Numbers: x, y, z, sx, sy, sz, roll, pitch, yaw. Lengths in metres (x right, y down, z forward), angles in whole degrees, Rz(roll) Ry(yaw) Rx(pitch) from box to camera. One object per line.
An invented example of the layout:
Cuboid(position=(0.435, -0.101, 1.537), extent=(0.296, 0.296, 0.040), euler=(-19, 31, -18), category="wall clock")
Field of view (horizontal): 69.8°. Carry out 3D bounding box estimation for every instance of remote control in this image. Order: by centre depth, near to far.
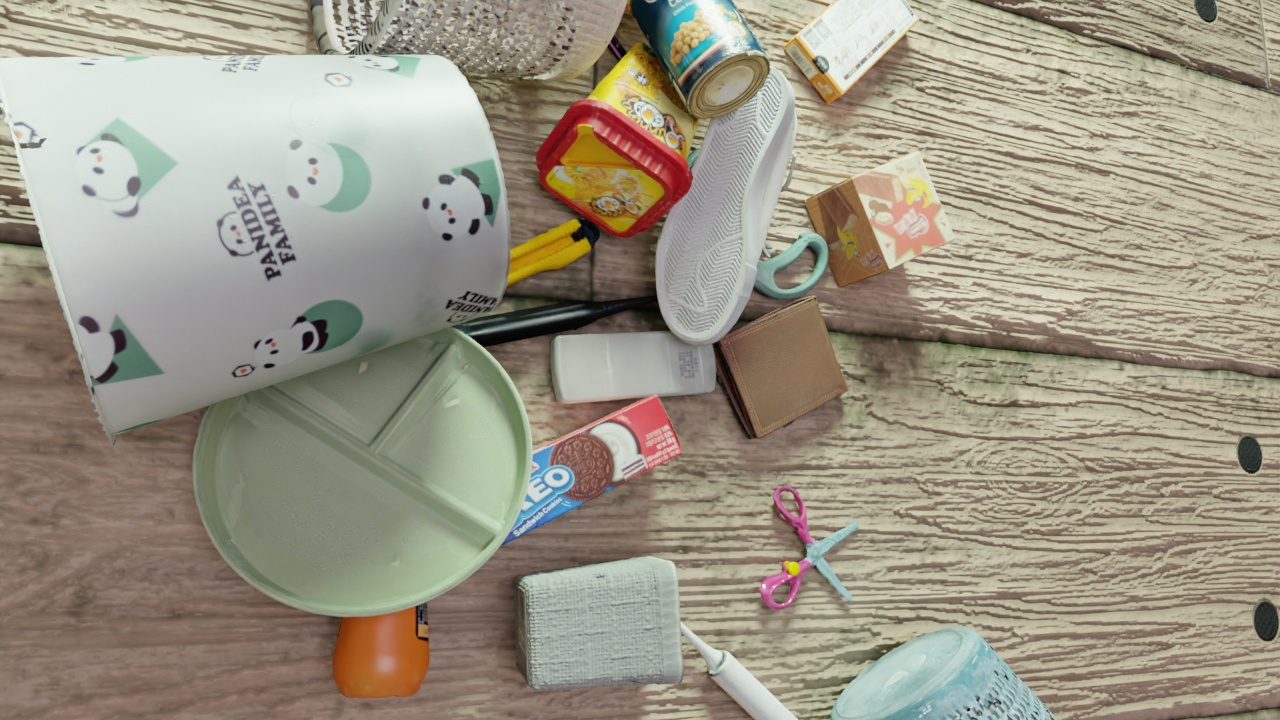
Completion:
Cuboid(position=(-0.005, 0.005, 0.791), extent=(0.149, 0.021, 0.058), euler=(-3, 83, -25), category="remote control")

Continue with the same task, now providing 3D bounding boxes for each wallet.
Cuboid(position=(0.130, 0.006, 0.850), extent=(0.124, 0.032, 0.101), euler=(-24, 95, -25), category="wallet")

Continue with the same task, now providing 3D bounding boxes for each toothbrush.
Cuboid(position=(-0.056, -0.037, 0.772), extent=(0.212, 0.026, 0.027), euler=(-11, 66, -27), category="toothbrush")
Cuboid(position=(0.085, 0.278, 0.786), extent=(0.221, 0.026, 0.026), euler=(46, 40, -12), category="toothbrush")
Cuboid(position=(-0.030, -0.296, 0.832), extent=(0.189, 0.014, 0.017), euler=(52, 36, -11), category="toothbrush")

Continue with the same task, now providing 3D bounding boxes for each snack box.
Cuboid(position=(-0.070, 0.094, 0.727), extent=(0.207, 0.058, 0.057), euler=(-24, 89, -25), category="snack box")
Cuboid(position=(0.232, -0.136, 0.891), extent=(0.092, 0.077, 0.094), euler=(-24, 93, -26), category="snack box")
Cuboid(position=(0.220, -0.338, 0.946), extent=(0.075, 0.026, 0.153), euler=(49, 66, -10), category="snack box")

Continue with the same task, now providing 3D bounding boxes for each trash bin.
Cuboid(position=(-0.235, -0.091, 0.588), extent=(0.251, 0.230, 0.229), euler=(-17, 89, -28), category="trash bin")
Cuboid(position=(-0.121, -0.309, 0.696), extent=(0.191, 0.228, 0.227), euler=(6, 79, -37), category="trash bin")
Cuboid(position=(0.275, 0.346, 0.776), extent=(0.226, 0.227, 0.195), euler=(-30, 82, -26), category="trash bin")

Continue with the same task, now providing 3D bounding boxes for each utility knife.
Cuboid(position=(-0.127, -0.063, 0.749), extent=(0.230, 0.015, 0.033), euler=(-30, 93, -25), category="utility knife")

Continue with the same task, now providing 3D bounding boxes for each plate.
Cuboid(position=(-0.192, 0.068, 0.653), extent=(0.230, 0.028, 0.229), euler=(4, 64, -8), category="plate")

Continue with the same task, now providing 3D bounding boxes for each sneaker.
Cuboid(position=(0.079, -0.130, 0.805), extent=(0.089, 0.090, 0.242), euler=(18, 91, 18), category="sneaker")

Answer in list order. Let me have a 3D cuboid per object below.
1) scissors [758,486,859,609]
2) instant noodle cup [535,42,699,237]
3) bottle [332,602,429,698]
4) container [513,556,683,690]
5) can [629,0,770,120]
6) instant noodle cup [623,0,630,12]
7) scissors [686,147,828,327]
Cuboid(position=(0.154, 0.173, 0.842), extent=(0.133, 0.017, 0.136), euler=(-25, 91, -30), category="scissors")
Cuboid(position=(-0.009, -0.189, 0.776), extent=(0.116, 0.116, 0.123), euler=(33, 58, -15), category="instant noodle cup")
Cuboid(position=(-0.184, 0.165, 0.665), extent=(0.066, 0.067, 0.149), euler=(8, 71, -24), category="bottle")
Cuboid(position=(-0.036, 0.202, 0.704), extent=(0.114, 0.090, 0.090), euler=(-1, 82, -15), category="container")
Cuboid(position=(0.048, -0.260, 0.740), extent=(0.075, 0.075, 0.111), euler=(-17, 69, -26), category="can")
Cuboid(position=(0.015, -0.375, 0.802), extent=(0.108, 0.138, 0.138), euler=(-23, 92, -18), category="instant noodle cup")
Cuboid(position=(0.100, -0.122, 0.861), extent=(0.174, 0.019, 0.170), euler=(-15, 89, -25), category="scissors")
